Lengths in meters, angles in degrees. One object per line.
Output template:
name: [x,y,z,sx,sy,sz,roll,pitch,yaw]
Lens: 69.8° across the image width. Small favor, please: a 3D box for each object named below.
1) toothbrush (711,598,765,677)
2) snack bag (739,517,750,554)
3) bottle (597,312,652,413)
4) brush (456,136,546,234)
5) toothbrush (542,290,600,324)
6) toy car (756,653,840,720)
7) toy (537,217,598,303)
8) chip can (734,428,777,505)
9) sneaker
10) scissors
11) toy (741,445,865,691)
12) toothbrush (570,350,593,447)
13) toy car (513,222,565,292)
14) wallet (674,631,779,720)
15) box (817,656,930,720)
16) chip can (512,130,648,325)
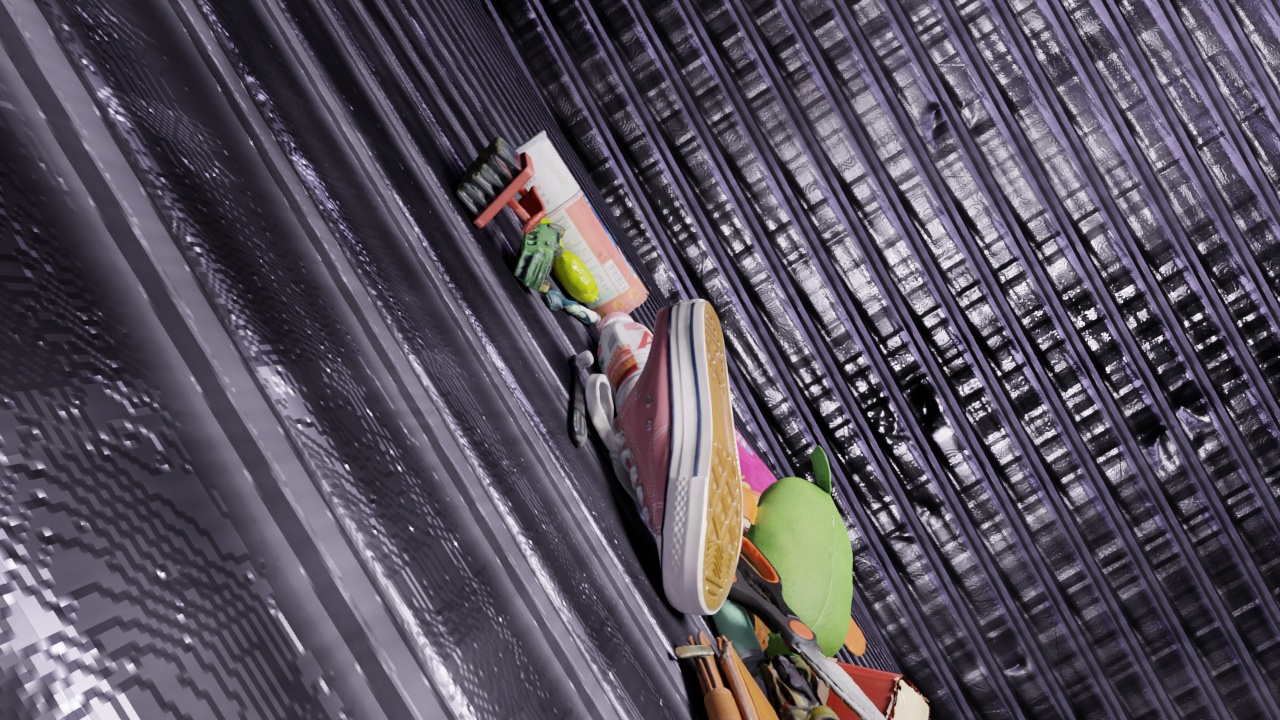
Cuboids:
toothbrush: [0.054,0.162,0.740,0.027,0.026,0.224,44,12,-31]
snack bag: [0.125,0.212,0.949,0.128,0.073,0.207,60,14,10]
bottle: [-0.005,0.005,0.884,0.068,0.068,0.196,55,3,-25]
brush: [-0.114,-0.149,0.789,0.069,0.063,0.145,43,9,-19]
toothbrush: [-0.064,-0.048,0.906,0.191,0.016,0.018,26,43,-78]
toy car: [0.122,0.272,0.630,0.070,0.042,0.158,-125,-169,-74]
toy: [-0.079,-0.101,0.959,0.100,0.031,0.097,52,-8,11]
chip can: [0.145,0.173,1.092,0.210,0.071,0.071,51,7,-4]
sneaker: [0.018,0.066,0.661,0.118,0.088,0.240,51,32,-53]
scissors: [0.089,0.186,0.637,0.136,0.022,0.235,19,17,-22]
toy: [0.137,0.193,0.818,0.227,0.090,0.246,52,33,-19]
toothbrush: [-0.045,0.025,0.693,0.181,0.018,0.015,-99,163,-71]
toy car: [-0.087,-0.092,0.791,0.036,0.043,0.091,20,22,-8]
wallet: [0.068,0.220,0.511,0.119,0.035,0.130,55,5,-25]
box: [0.198,0.308,0.754,0.168,0.079,0.091,48,53,-54]
chip can: [-0.076,-0.142,1.013,0.215,0.071,0.071,56,6,-16]
